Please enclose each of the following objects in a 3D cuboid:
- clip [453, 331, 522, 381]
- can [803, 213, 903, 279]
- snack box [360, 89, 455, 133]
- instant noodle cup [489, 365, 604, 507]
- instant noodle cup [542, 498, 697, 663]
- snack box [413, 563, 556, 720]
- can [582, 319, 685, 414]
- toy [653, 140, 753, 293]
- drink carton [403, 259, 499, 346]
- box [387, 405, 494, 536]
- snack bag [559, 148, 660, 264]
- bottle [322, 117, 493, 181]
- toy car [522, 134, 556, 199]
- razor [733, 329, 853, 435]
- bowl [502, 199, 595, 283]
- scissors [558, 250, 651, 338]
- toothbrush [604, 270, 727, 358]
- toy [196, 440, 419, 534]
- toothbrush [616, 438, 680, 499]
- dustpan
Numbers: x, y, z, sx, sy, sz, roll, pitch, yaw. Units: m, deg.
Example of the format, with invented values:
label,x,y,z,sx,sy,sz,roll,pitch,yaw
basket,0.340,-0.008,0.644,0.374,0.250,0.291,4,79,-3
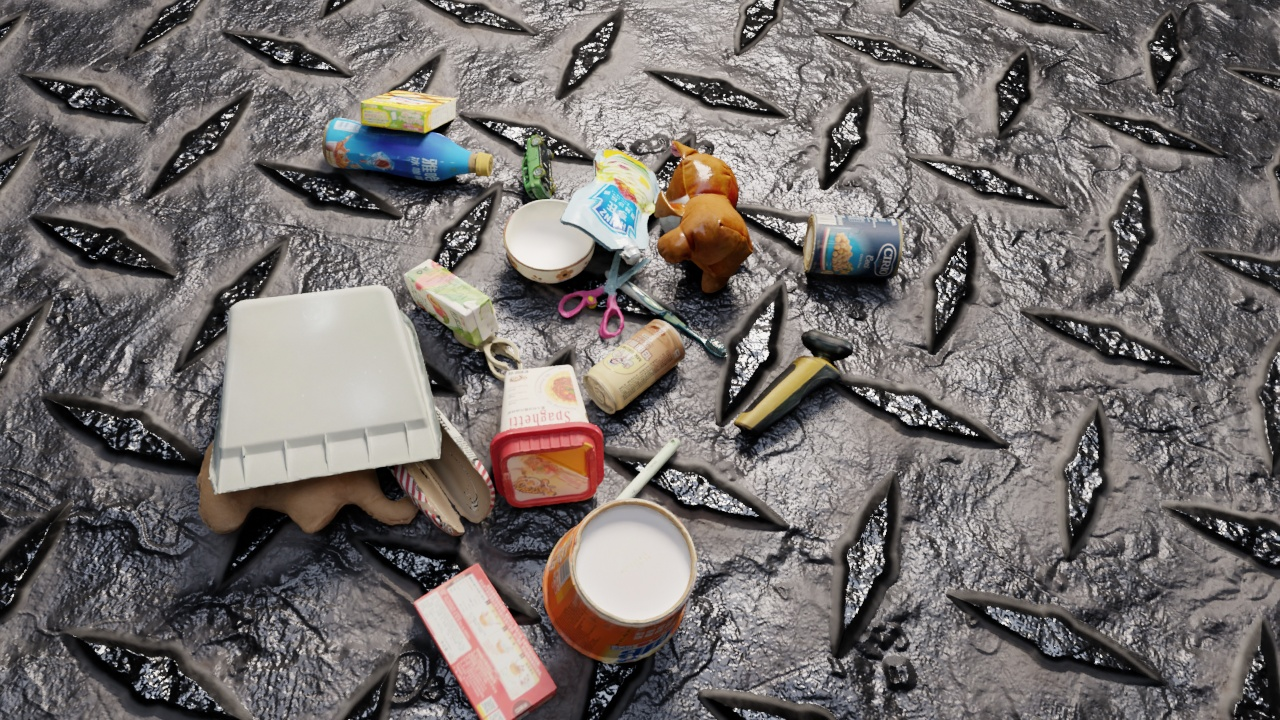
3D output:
label,x,y,z,sx,sy,sz,roll,pitch,yaw
clip,-0.176,-0.015,1.080,0.071,0.035,0.100,-34,61,-20
can,0.264,-0.144,1.154,0.111,0.075,0.075,4,58,0
snack box,-0.308,-0.334,1.228,0.087,0.034,0.140,9,25,3
instant noodle cup,-0.102,0.077,0.986,0.116,0.117,0.124,-6,47,-6
instant noodle cup,-0.015,0.208,0.889,0.151,0.112,0.151,5,63,-9
snack box,-0.153,0.282,0.900,0.075,0.025,0.153,-30,65,-20
can,-0.006,0.006,1.058,0.116,0.059,0.058,-39,67,-23
toy,0.077,-0.183,1.157,0.131,0.140,0.199,-23,50,32
drink carton,-0.220,-0.070,1.081,0.122,0.054,0.045,30,58,34
box,-0.215,0.106,0.979,0.087,0.076,0.163,-42,66,-6
snack bag,-0.029,-0.196,1.154,0.110,0.039,0.190,38,37,-17
bottle,-0.305,-0.274,1.214,0.219,0.065,0.065,9,58,2
toy car,-0.136,-0.257,1.222,0.036,0.043,0.091,-11,65,17
razor,0.173,0.026,1.059,0.167,0.062,0.067,-40,100,-18
bowl,-0.113,-0.139,1.140,0.113,0.062,0.113,2,58,-3
scissors,-0.033,-0.082,1.127,0.134,0.017,0.113,-37,67,-12
toothbrush,0.030,-0.060,1.124,0.191,0.018,0.016,36,64,18
toy,-0.345,0.119,0.966,0.226,0.083,0.143,3,59,-6
toothbrush,-0.019,0.149,0.992,0.029,0.020,0.189,26,58,38
dustpan,-0.343,0.018,1.004,0.222,0.143,0.257,-8,71,-13
